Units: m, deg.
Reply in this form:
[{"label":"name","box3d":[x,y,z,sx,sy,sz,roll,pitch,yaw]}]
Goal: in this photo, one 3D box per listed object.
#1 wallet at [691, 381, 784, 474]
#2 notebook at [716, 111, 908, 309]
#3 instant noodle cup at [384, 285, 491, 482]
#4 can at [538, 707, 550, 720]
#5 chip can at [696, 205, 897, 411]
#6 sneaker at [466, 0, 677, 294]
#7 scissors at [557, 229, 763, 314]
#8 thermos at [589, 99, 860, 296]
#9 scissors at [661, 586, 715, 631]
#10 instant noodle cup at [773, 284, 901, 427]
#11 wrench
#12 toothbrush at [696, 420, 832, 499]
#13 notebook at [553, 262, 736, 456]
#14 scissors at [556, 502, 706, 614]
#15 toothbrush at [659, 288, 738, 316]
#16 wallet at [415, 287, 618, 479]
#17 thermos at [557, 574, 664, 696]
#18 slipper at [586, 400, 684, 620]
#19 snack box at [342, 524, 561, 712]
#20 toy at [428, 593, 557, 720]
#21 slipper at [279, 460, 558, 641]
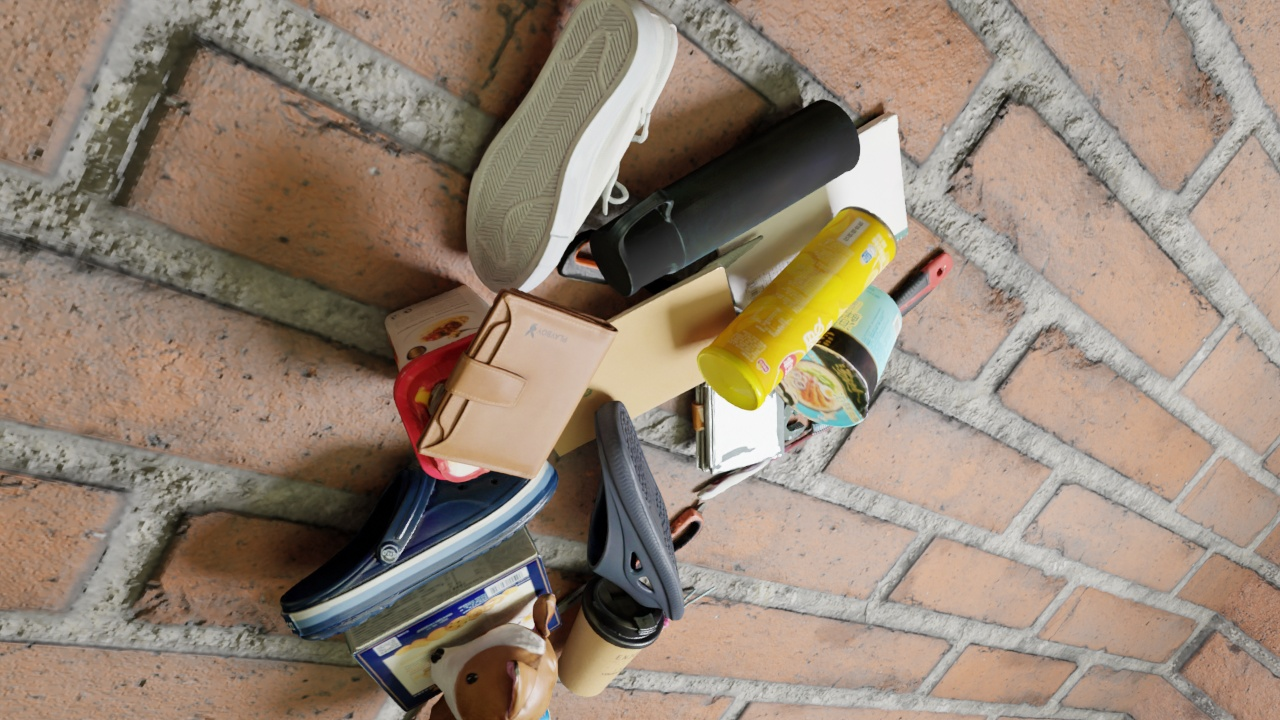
[{"label":"wallet","box3d":[0.100,0.047,0.945,0.106,0.037,0.130,-12,112,-23]},{"label":"notebook","box3d":[0.170,-0.128,0.890,0.209,0.012,0.150,-32,134,-9]},{"label":"instant noodle cup","box3d":[-0.137,0.011,0.710,0.116,0.124,0.116,-24,130,-18]},{"label":"can","box3d":[-0.157,0.422,1.030,0.083,0.057,0.102,6,117,-38]},{"label":"chip can","box3d":[0.144,-0.051,0.834,0.213,0.072,0.072,-46,136,-20]},{"label":"sneaker","box3d":[-0.050,-0.156,0.687,0.243,0.089,0.090,-57,163,27]},{"label":"scissors","box3d":[0.007,-0.053,0.828,0.232,0.021,0.220,-49,133,9]},{"label":"thermos","box3d":[0.075,-0.140,0.755,0.242,0.068,0.090,-32,165,-20]},{"label":"scissors","box3d":[0.028,0.296,1.060,0.135,0.017,0.133,-37,173,34]},{"label":"instant noodle cup","box3d":[0.200,-0.014,0.916,0.120,0.111,0.111,-51,140,-32]},{"label":"wrench","box3d":[0.244,-0.017,1.012,0.273,0.016,0.056,-46,133,3]},{"label":"toothbrush","box3d":[0.143,0.107,1.034,0.187,0.016,0.017,-27,124,-15]},{"label":"notebook","box3d":[-0.005,0.005,0.833,0.207,0.008,0.148,-28,144,-2]},{"label":"scissors","box3d":[-0.019,0.222,1.010,0.188,0.015,0.223,-5,124,-30]},{"label":"toothbrush","box3d":[0.085,-0.038,0.864,0.189,0.017,0.014,16,122,-43]},{"label":"wallet","box3d":[-0.086,0.018,0.643,0.107,0.031,0.132,19,107,-41]},{"label":"thermos","box3d":[-0.037,0.297,0.987,0.093,0.093,0.144,2,130,-34]},{"label":"slipper","box3d":[-0.019,0.153,0.894,0.083,0.110,0.268,-14,127,5]},{"label":"snack box","box3d":[-0.172,0.248,0.877,0.177,0.045,0.183,-26,147,-15]},{"label":"toy","box3d":[-0.145,0.314,0.853,0.130,0.140,0.200,31,115,-11]},{"label":"slipper","box3d":[-0.195,0.140,0.790,0.252,0.105,0.095,-31,104,-21]}]
